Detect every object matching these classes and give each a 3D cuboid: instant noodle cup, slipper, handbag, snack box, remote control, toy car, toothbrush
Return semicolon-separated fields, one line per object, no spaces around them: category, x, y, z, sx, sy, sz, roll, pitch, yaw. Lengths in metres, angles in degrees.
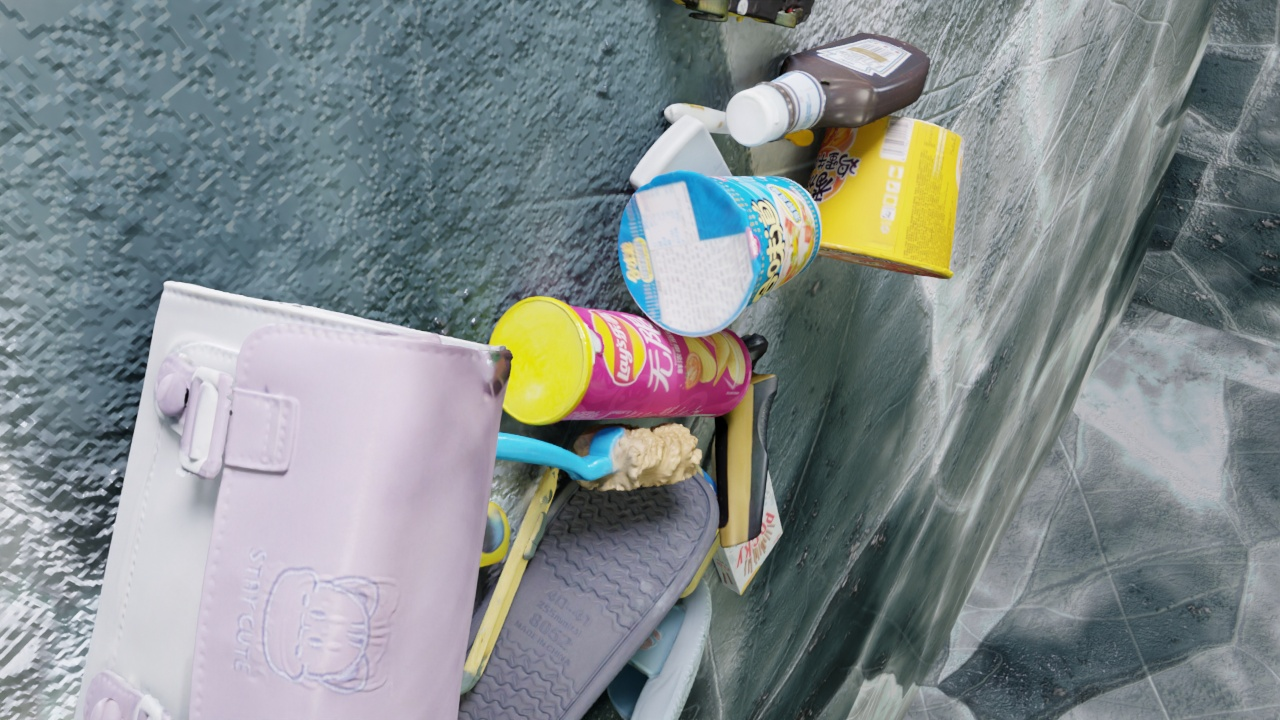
instant noodle cup;0.195;-0.133;0.745;0.137;0.138;0.110;4;99;-58
instant noodle cup;0.058;-0.074;0.573;0.109;0.099;0.099;-22;129;-49
slipper;0.000;0.294;0.799;0.104;0.074;0.244;95;18;-44
handbag;-0.130;0.078;0.345;0.098;0.145;0.197;10;90;-62
snack box;0.102;0.163;0.911;0.084;0.027;0.157;-51;146;-22
remote control;0.041;-0.104;0.624;0.058;0.021;0.150;-48;149;-2
toy car;0.064;-0.237;0.548;0.155;0.041;0.071;-17;125;-49
toothbrush;0.072;-0.164;0.642;0.191;0.018;0.016;-10;121;-51
slipper;-0.054;0.170;0.627;0.267;0.110;0.083;-50;179;-25

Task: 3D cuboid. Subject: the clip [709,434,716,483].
clip;0.071;0.111;0.811;0.034;0.071;0.100;11;105;-59

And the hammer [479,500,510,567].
hammer;-0.188;0.149;0.452;0.322;0.032;0.126;-26;133;-46

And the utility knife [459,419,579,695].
utility knife;-0.072;0.109;0.584;0.031;0.022;0.210;83;21;-66

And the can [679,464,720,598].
can;0.025;0.133;0.743;0.102;0.057;0.083;-59;147;-11

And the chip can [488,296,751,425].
chip can;-0.004;0.003;0.592;0.210;0.071;0.071;3;109;-58

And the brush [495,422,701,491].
brush;-0.044;0.053;0.524;0.254;0.083;0.046;11;83;-59

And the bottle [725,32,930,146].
bottle;0.131;-0.190;0.647;0.194;0.080;0.044;-31;141;-41

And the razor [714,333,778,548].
razor;0.074;0.062;0.719;0.067;0.062;0.167;6;77;-16
